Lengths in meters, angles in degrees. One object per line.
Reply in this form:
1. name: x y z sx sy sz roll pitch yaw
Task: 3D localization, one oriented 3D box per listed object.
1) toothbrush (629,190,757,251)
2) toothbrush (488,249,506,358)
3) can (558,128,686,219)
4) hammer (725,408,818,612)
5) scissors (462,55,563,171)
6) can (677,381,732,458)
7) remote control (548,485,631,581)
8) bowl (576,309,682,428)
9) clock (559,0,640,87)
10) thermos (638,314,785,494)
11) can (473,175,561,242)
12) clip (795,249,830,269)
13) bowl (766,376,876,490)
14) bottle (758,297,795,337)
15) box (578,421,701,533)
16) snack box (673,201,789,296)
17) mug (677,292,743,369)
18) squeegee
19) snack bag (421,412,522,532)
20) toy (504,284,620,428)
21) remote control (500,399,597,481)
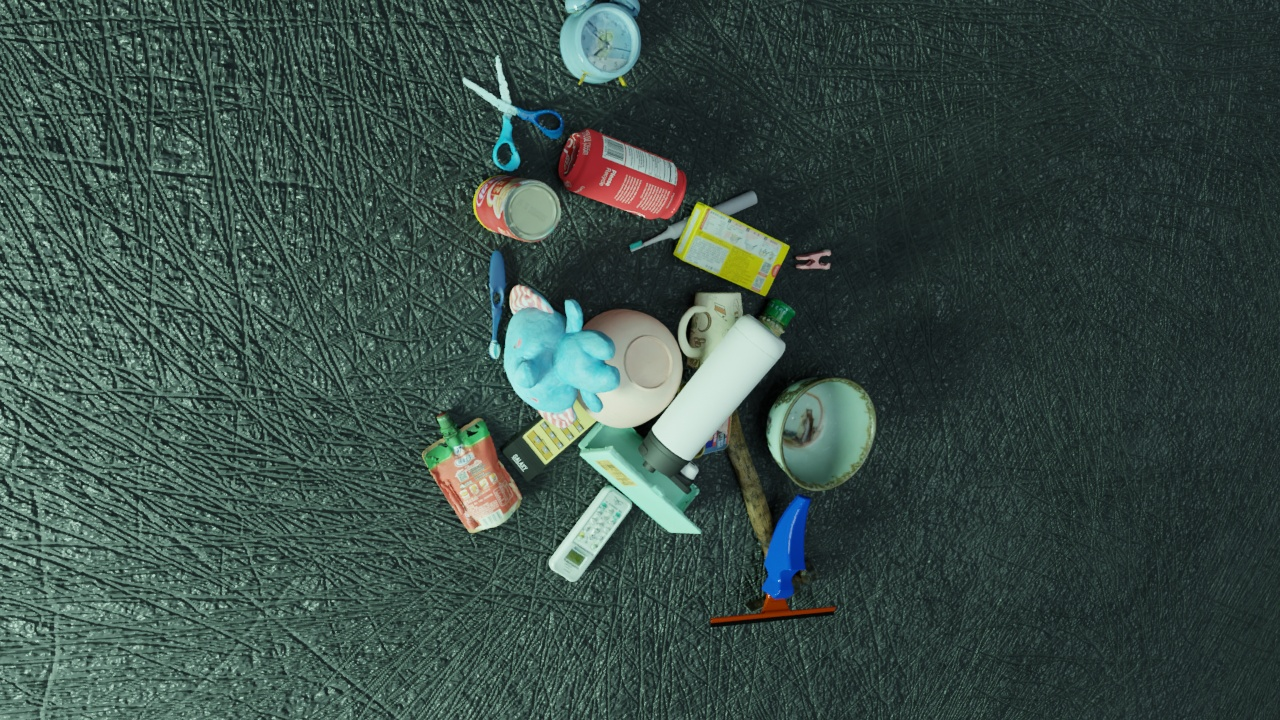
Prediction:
1. toothbrush: 0.068 -0.177 1.179 0.187 0.018 0.019 -26 118 -17
2. toothbrush: -0.172 -0.066 1.096 0.021 0.016 0.132 -3 105 -27
3. can: -0.022 -0.220 1.094 0.142 0.074 0.074 15 96 -27
4. hammer: 0.160 0.211 1.314 0.120 0.033 0.330 -27 112 -16
5. scissors: -0.142 -0.289 1.059 0.117 0.014 0.130 -18 106 -17
6. can: 0.085 0.076 1.223 0.058 0.054 0.100 -6 105 -48
7. remote control: -0.067 0.228 1.215 0.050 0.022 0.133 40 85 -28
8. bowl: -0.007 0.007 1.136 0.152 0.076 0.153 3 84 -27
9. clock: -0.045 -0.380 1.057 0.088 0.052 0.124 -3 104 -23
10. thermos: 0.095 0.057 1.145 0.101 0.068 0.230 33 101 -31
11. can: -0.139 -0.171 1.024 0.066 0.124 0.067 -6 105 -24
12. clip: 0.240 -0.134 1.271 0.060 0.023 0.043 -31 112 -21
13. bowl: 0.237 0.091 1.283 0.159 0.094 0.160 -6 105 -24
14. bottle: 0.166 -0.030 1.250 0.042 0.043 0.110 33 89 -28
15. box: 0.012 0.156 1.196 0.077 0.091 0.188 -48 117 -6
16. snack box: 0.121 -0.143 1.195 0.152 0.025 0.075 19 101 -34
17. mug: 0.087 -0.039 1.185 0.121 0.081 0.097 -6 99 -46
18. squeegee: 0.207 0.279 1.304 0.249 0.055 0.185 7 102 -37
19. snack bag: -0.208 0.132 1.119 0.087 0.044 0.155 -32 110 -21
20. toy: -0.098 0.004 1.056 0.114 0.181 0.183 -22 110 -35
21. remote control: -0.110 0.090 1.165 0.133 0.013 0.058 -41 116 -11
